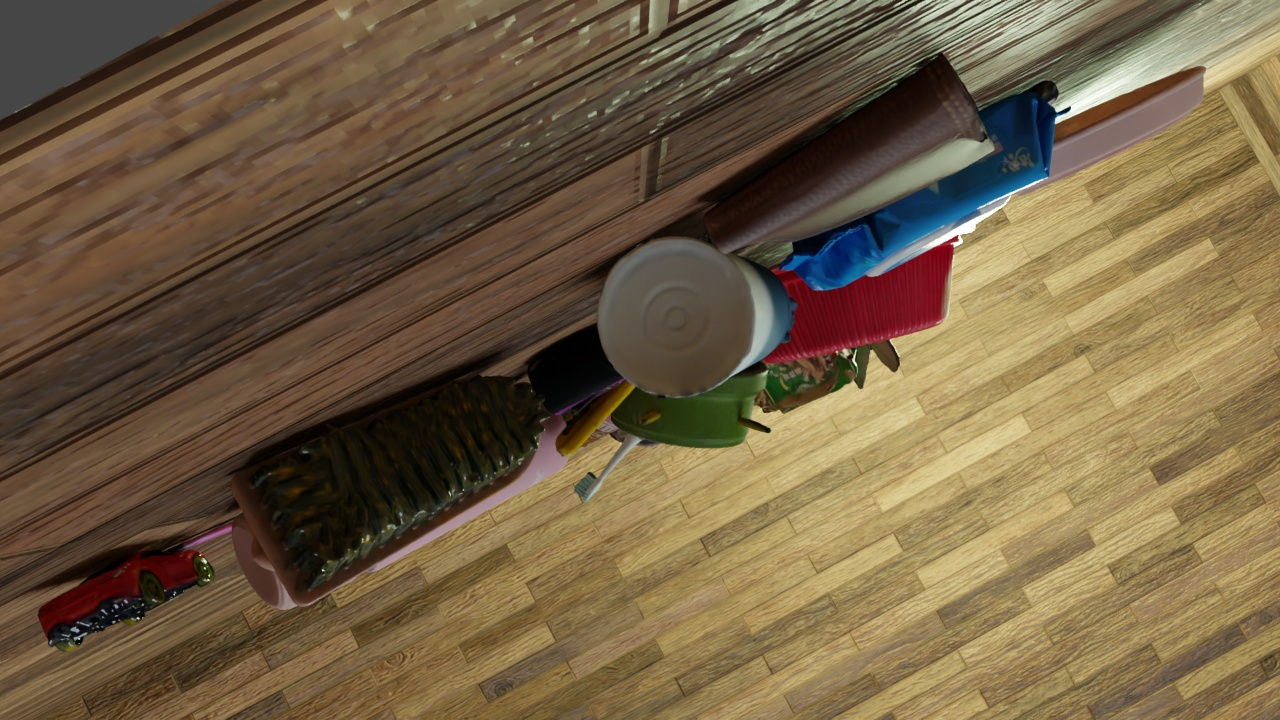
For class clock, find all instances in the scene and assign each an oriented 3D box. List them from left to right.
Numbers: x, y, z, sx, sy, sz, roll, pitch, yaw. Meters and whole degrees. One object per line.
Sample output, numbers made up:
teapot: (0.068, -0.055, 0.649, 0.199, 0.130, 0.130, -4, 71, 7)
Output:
clock: (0.027, 0.019, 0.682, 0.116, 0.056, 0.161, 6, -169, -15)

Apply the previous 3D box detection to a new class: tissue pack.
tissue pack: (0.158, -0.090, 0.511, 0.157, 0.052, 0.095, -27, 177, -14)

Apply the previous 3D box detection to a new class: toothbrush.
toothbrush: (-0.199, 0.084, 0.567, 0.188, 0.018, 0.014, -23, 176, -44)
toothbrush: (0.019, 0.034, 0.777, 0.224, 0.027, 0.026, -52, 163, 8)

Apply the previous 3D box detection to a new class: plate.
plate: (0.286, -0.146, 0.665, 0.229, 0.028, 0.229, -26, -176, 2)

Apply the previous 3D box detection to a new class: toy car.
toy car: (-0.252, 0.114, 0.457, 0.049, 0.031, 0.106, -27, 176, -6)

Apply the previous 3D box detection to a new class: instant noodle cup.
instant noodle cup: (0.143, -0.042, 0.648, 0.194, 0.066, 0.194, -13, 180, 0)

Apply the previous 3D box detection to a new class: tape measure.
tape measure: (-0.035, 0.008, 0.540, 0.057, 0.039, 0.057, -27, 177, -14)

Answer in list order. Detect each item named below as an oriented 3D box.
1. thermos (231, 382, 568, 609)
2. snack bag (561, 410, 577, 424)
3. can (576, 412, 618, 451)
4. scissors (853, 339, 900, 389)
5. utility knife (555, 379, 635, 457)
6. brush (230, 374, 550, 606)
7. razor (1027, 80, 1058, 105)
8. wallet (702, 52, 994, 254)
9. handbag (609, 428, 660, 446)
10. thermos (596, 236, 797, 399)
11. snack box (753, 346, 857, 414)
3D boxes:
thermos: (-0.129, 0.070, 0.533, 0.198, 0.067, 0.087, -24, 167, -43)
snack bag: (-0.143, 0.079, 0.790, 0.191, 0.039, 0.110, -29, -177, 34)
can: (-0.045, 0.044, 0.848, 0.148, 0.058, 0.057, -30, 176, 36)
scissors: (0.217, -0.066, 0.858, 0.019, 0.173, 0.179, 23, 116, -37)
utility knife: (-0.003, 0.003, 0.583, 0.154, 0.015, 0.033, -48, -165, -21)
brush: (-0.107, 0.051, 0.426, 0.145, 0.063, 0.073, -28, 173, -38)
razor: (0.238, -0.147, 0.565, 0.043, 0.022, 0.142, -30, 176, 13)
wallet: (0.087, -0.075, 0.369, 0.101, 0.032, 0.124, -27, 177, 24)
handbag: (0.066, 0.008, 0.926, 0.145, 0.098, 0.196, -19, -173, 47)
thermos: (0.037, -0.023, 0.460, 0.070, 0.070, 0.220, -29, 177, 13)
snack box: (0.136, -0.034, 0.824, 0.118, 0.118, 0.105, -30, -171, 43)
